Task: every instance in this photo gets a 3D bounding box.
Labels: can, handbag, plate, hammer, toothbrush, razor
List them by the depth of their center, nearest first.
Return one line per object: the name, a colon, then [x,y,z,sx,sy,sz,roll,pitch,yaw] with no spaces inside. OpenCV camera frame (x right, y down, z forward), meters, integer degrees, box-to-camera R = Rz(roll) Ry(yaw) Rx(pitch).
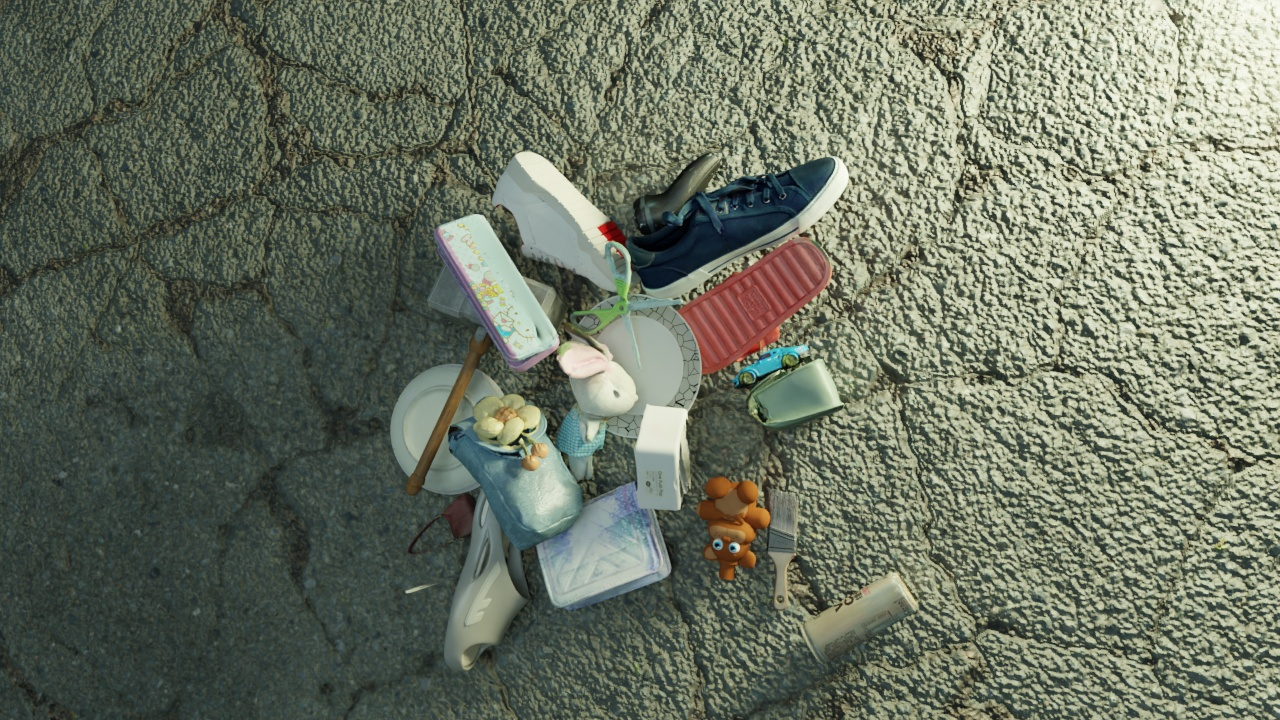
can: [0.264,0.311,1.110,0.136,0.054,0.054,-33,79,9]
handbag: [0.186,0.045,1.117,0.106,0.121,0.067,-23,80,10]
handbag: [-0.149,0.130,1.141,0.192,0.121,0.119,55,138,20]
toothbrush: [-0.248,0.283,1.168,0.010,0.181,0.010,8,90,19]
handbag: [-0.050,0.241,1.188,0.159,0.069,0.126,-23,66,10]
plate: [-0.007,0.007,1.205,0.189,0.016,0.188,2,96,23]
razor: [0.046,-0.222,1.211,0.140,0.053,0.063,-46,75,4]
hammer: [-0.237,0.031,1.216,0.163,0.083,0.317,21,82,14]
handbag: [-0.273,0.234,1.261,0.120,0.029,0.055,-33,77,14]
plate: [-0.268,0.094,1.265,0.182,0.034,0.182,-1,85,13]

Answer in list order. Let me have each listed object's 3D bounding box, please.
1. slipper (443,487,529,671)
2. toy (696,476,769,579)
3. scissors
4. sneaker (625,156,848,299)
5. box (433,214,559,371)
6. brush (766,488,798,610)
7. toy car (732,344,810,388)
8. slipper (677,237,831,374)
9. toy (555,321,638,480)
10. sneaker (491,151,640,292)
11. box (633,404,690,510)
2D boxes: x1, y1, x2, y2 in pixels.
slipper: [-0.182,0.277,1.196,0.081,0.113,0.265,10,81,12]
toy: [0.112,0.211,1.152,0.095,0.065,0.127,7,92,20]
scissors: [-0.023,-0.068,1.169,0.172,0.021,0.172,-8,101,30]
sneaker: [0.110,-0.189,1.137,0.295,0.127,0.120,-27,36,12]
box: [-0.182,-0.089,1.164,0.078,0.065,0.214,-30,73,-11]
brush: [0.178,0.239,1.158,0.039,0.012,0.151,3,86,13]
toy car: [0.164,0.006,1.164,0.105,0.048,0.032,-25,80,11]
slipper: [0.138,-0.065,1.170,0.249,0.059,0.103,-34,80,23]
toy: [-0.057,0.064,1.175,0.106,0.131,0.205,4,109,3]
sneaker: [-0.107,-0.163,1.233,0.236,0.090,0.104,45,119,4]
box: [0.045,0.122,1.145,0.091,0.102,0.107,6,125,10]
